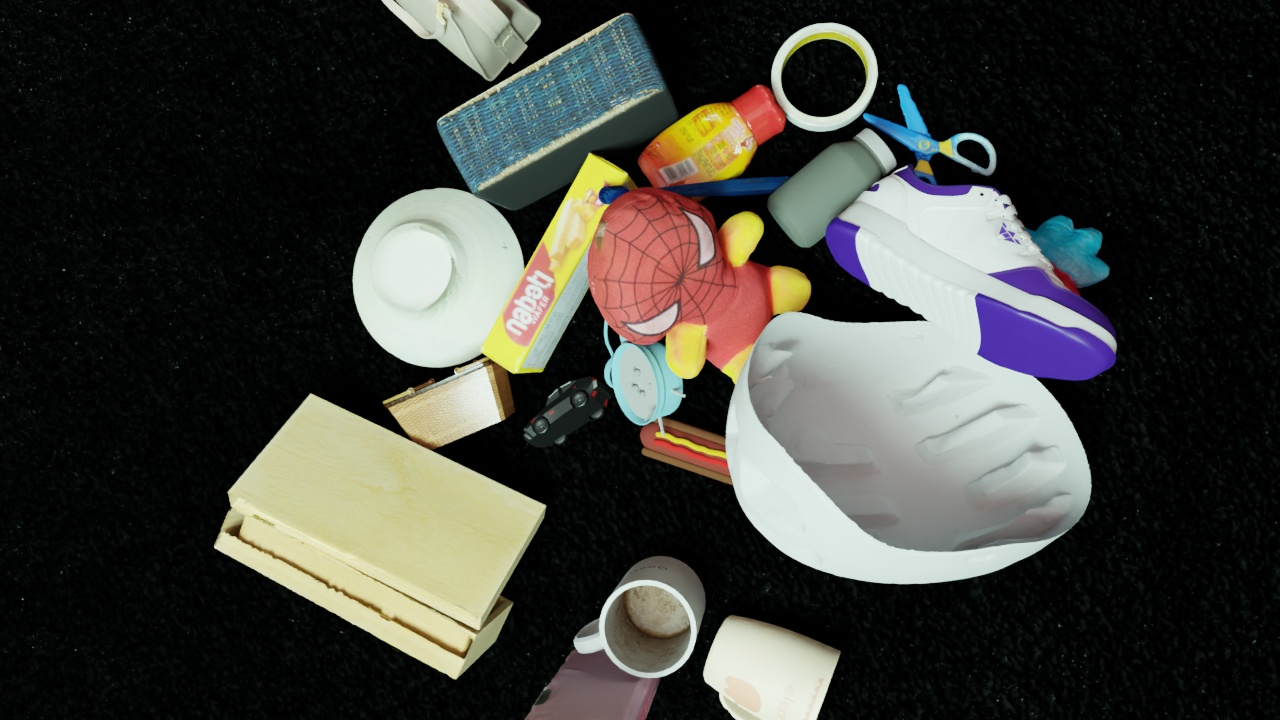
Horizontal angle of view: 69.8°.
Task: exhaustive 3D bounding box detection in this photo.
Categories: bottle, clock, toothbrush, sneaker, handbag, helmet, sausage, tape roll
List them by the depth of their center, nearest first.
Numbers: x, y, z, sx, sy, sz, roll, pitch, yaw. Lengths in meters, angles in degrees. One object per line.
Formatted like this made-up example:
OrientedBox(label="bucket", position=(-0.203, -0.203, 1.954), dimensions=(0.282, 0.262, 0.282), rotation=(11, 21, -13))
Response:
OrientedBox(label="helmet", position=(0.210, 0.069, 0.736), dimensions=(0.282, 0.184, 0.223), rotation=(-7, 54, -2))
OrientedBox(label="sneaker", position=(0.279, -0.081, 0.742), dimensions=(0.244, 0.092, 0.111), rotation=(35, 76, 26))
OrientedBox(label="handbag", position=(-0.196, -0.354, 0.799), dimensions=(0.194, 0.197, 0.101), rotation=(43, 96, 7))
OrientedBox(label="toothbrush", position=(0.053, -0.149, 0.803), dimensions=(0.189, 0.017, 0.016), rotation=(-8, 110, -24))
OrientedBox(label="bottle", position=(0.169, -0.153, 0.813), dimensions=(0.108, 0.060, 0.060), rotation=(-39, 85, 7))
OrientedBox(label="clock", position=(-0.005, 0.005, 0.829), dimensions=(0.041, 0.088, 0.123), rotation=(-12, 55, -31))
OrientedBox(label="tape roll", position=(0.166, -0.257, 0.832), dimensions=(0.094, 0.019, 0.094), rotation=(0, 89, 9))
OrientedBox(label="bottle", position=(0.067, -0.196, 0.834), dimensions=(0.134, 0.048, 0.071), rotation=(-33, 83, 8))
OrientedBox(label="sausage", position=(0.074, 0.089, 0.840), dimensions=(0.155, 0.040, 0.040), rotation=(18, 93, 8))

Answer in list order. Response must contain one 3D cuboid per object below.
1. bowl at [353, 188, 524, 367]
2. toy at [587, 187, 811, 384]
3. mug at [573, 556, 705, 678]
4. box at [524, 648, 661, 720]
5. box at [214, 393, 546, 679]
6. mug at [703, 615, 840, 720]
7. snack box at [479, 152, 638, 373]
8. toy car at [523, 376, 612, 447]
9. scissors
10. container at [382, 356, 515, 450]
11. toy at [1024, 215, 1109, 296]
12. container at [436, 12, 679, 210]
OrientedBox(label="bowl", position=(-0.203, -0.082, 0.868), dimensions=(0.177, 0.057, 0.176), rotation=(-1, 87, 11))
OrientedBox(label="toy", position=(0.041, -0.063, 0.773), dimensions=(0.216, 0.099, 0.147), rotation=(27, 82, -35))
OrientedBox(label="mug", position=(-0.004, 0.234, 0.824), dimensions=(0.120, 0.096, 0.083), rotation=(-23, 87, 8))
OrientedBox(label="box", position=(-0.037, 0.313, 0.762), dimensions=(0.099, 0.232, 0.080), rotation=(-4, 90, 8))
OrientedBox(label="box", position=(-0.235, 0.165, 0.831), dimensions=(0.248, 0.141, 0.179), rotation=(24, 111, 6))
OrientedBox(label="mug", position=(0.112, 0.288, 0.821), dimensions=(0.104, 0.085, 0.112), rotation=(21, 123, 18))
OrientedBox(label="snack box", position=(-0.069, -0.083, 0.835), dimensions=(0.042, 0.092, 0.201), rotation=(30, 95, 7))
OrientedBox(label="toy car", position=(-0.071, 0.047, 0.863), dimensions=(0.092, 0.042, 0.036), rotation=(-35, 60, 8))
OrientedBox(label="scissors", position=(0.262, -0.197, 0.820), dimensions=(0.109, 0.018, 0.131), rotation=(-21, 86, 10))
OrientedBox(label="container", position=(-0.175, 0.041, 0.870), dimensions=(0.114, 0.063, 0.061), rotation=(-23, 94, 8))
OrientedBox(label="toy", position=(0.342, -0.066, 0.789), dimensions=(0.092, 0.062, 0.132), rotation=(35, 80, 12))
OrientedBox(label="container", position=(-0.065, -0.209, 0.806), dimensions=(0.187, 0.145, 0.071), rotation=(-27, 90, 8))
